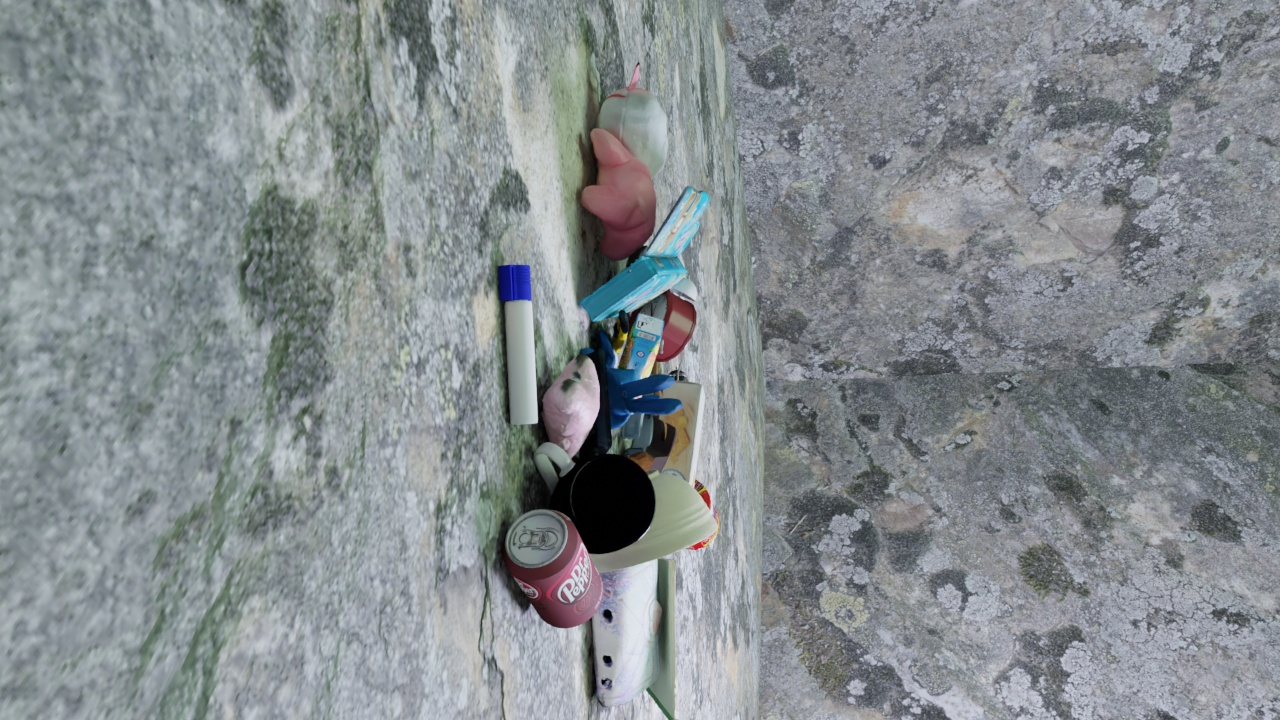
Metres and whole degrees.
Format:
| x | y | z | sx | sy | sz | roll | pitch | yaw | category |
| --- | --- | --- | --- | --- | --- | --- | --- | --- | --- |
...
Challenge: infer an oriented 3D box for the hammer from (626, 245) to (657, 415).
| x | y | z | sx | sy | sz | roll | pitch | yaw | category |
| --- | --- | --- | --- | --- | --- | --- | --- | --- | --- |
| 0.011 | 0.000 | 1.345 | 0.094 | 0.015 | 0.325 | -62 | 148 | -69 | hammer |

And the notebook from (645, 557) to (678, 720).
| x | y | z | sx | sy | sz | roll | pitch | yaw | category |
| --- | --- | --- | --- | --- | --- | --- | --- | --- | --- |
| 0.022 | 0.336 | 1.139 | 0.253 | 0.010 | 0.181 | 121 | -30 | -77 | notebook |

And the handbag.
| x | y | z | sx | sy | sz | roll | pitch | yaw | category |
| --- | --- | --- | --- | --- | --- | --- | --- | --- | --- |
| -0.015 | 0.287 | 1.024 | 0.126 | 0.069 | 0.158 | -16 | 106 | -76 | handbag |

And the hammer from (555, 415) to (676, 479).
| x | y | z | sx | sy | sz | roll | pitch | yaw | category |
| --- | --- | --- | --- | --- | --- | --- | --- | --- | --- |
| -0.024 | 0.119 | 1.043 | 0.115 | 0.033 | 0.322 | -65 | 163 | 3 | hammer |

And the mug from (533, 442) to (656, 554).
| x | y | z | sx | sy | sz | roll | pitch | yaw | category |
| --- | --- | --- | --- | --- | --- | --- | --- | --- | --- |
| -0.055 | 0.124 | 0.838 | 0.084 | 0.119 | 0.100 | -47 | -176 | -29 | mug |

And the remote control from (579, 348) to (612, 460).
| x | y | z | sx | sy | sz | roll | pitch | yaw | category |
| --- | --- | --- | --- | --- | --- | --- | --- | --- | --- |
| -0.051 | 0.046 | 0.922 | 0.047 | 0.022 | 0.150 | -54 | -154 | 29 | remote control |

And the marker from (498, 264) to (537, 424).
| x | y | z | sx | sy | sz | roll | pitch | yaw | category |
| --- | --- | --- | --- | --- | --- | --- | --- | --- | --- |
| -0.102 | -0.013 | 0.773 | 0.027 | 0.023 | 0.133 | -3 | 90 | -57 | marker |

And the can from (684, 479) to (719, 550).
| x | y | z | sx | sy | sz | roll | pitch | yaw | category |
| --- | --- | --- | --- | --- | --- | --- | --- | --- | --- |
| 0.072 | 0.235 | 1.400 | 0.116 | 0.087 | 0.086 | 64 | 26 | -63 | can |

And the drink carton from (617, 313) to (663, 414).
| x | y | z | sx | sy | sz | roll | pitch | yaw | category |
| --- | --- | --- | --- | --- | --- | --- | --- | --- | --- |
| -0.006 | 0.006 | 1.095 | 0.044 | 0.038 | 0.129 | -77 | -174 | -54 | drink carton |

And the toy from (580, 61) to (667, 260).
| x | y | z | sx | sy | sz | roll | pitch | yaw | category |
| --- | --- | --- | --- | --- | --- | --- | --- | --- | --- |
| -0.015 | -0.236 | 1.101 | 0.142 | 0.084 | 0.212 | 68 | 25 | -59 | toy |

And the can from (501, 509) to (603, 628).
| x | y | z | sx | sy | sz | roll | pitch | yaw | category |
| --- | --- | --- | --- | --- | --- | --- | --- | --- | --- |
| -0.072 | 0.176 | 0.772 | 0.114 | 0.063 | 0.063 | 73 | 18 | -50 | can |

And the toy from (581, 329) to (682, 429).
| x | y | z | sx | sy | sz | roll | pitch | yaw | category |
| --- | --- | --- | --- | --- | --- | --- | --- | --- | --- |
| -0.017 | 0.034 | 1.012 | 0.176 | 0.071 | 0.113 | 24 | -49 | 64 | toy |

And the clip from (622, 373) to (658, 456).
| x | y | z | sx | sy | sz | roll | pitch | yaw | category |
| --- | --- | --- | --- | --- | --- | --- | --- | --- | --- |
| 0.003 | 0.096 | 1.256 | 0.163 | 0.028 | 0.108 | -68 | 154 | -62 | clip |

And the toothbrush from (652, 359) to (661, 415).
| x | y | z | sx | sy | sz | roll | pitch | yaw | category |
| --- | --- | --- | --- | --- | --- | --- | --- | --- | --- |
| 0.028 | 0.062 | 1.404 | 0.016 | 0.016 | 0.167 | -46 | 132 | -67 | toothbrush |

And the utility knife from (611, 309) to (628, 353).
| x | y | z | sx | sy | sz | roll | pitch | yaw | category |
| --- | --- | --- | --- | --- | --- | --- | --- | --- | --- |
| -0.024 | -0.030 | 1.084 | 0.163 | 0.017 | 0.030 | 104 | -18 | -80 | utility knife |

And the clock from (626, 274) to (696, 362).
| x | y | z | sx | sy | sz | roll | pitch | yaw | category |
| --- | --- | --- | --- | --- | --- | --- | --- | --- | --- |
| 0.029 | -0.058 | 1.230 | 0.048 | 0.096 | 0.137 | 28 | 62 | -32 | clock |

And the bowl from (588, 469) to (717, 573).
| x | y | z | sx | sy | sz | roll | pitch | yaw | category |
| --- | --- | --- | --- | --- | --- | --- | --- | --- | --- |
| -0.003 | 0.158 | 0.945 | 0.150 | 0.151 | 0.075 | -12 | 86 | -78 | bowl |

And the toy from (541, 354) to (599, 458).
| x | y | z | sx | sy | sz | roll | pitch | yaw | category |
| --- | --- | --- | --- | --- | --- | --- | --- | --- | --- |
| -0.067 | 0.050 | 0.861 | 0.099 | 0.053 | 0.096 | -73 | 175 | -68 | toy |

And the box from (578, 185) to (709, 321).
| x | y | z | sx | sy | sz | roll | pitch | yaw | category |
| --- | --- | --- | --- | --- | --- | --- | --- | --- | --- |
| 0.025 | -0.120 | 1.090 | 0.056 | 0.185 | 0.226 | 46 | 13 | 3 | box |

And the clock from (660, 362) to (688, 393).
| x | y | z | sx | sy | sz | roll | pitch | yaw | category |
| --- | --- | --- | --- | --- | --- | --- | --- | --- | --- |
| 0.052 | 0.064 | 1.453 | 0.091 | 0.044 | 0.123 | -70 | 154 | -59 | clock |

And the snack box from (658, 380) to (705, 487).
| x | y | z | sx | sy | sz | roll | pitch | yaw | category |
| --- | --- | --- | --- | --- | --- | --- | --- | --- | --- |
| 0.050 | 0.139 | 1.300 | 0.104 | 0.057 | 0.207 | 60 | 37 | -77 | snack box |
